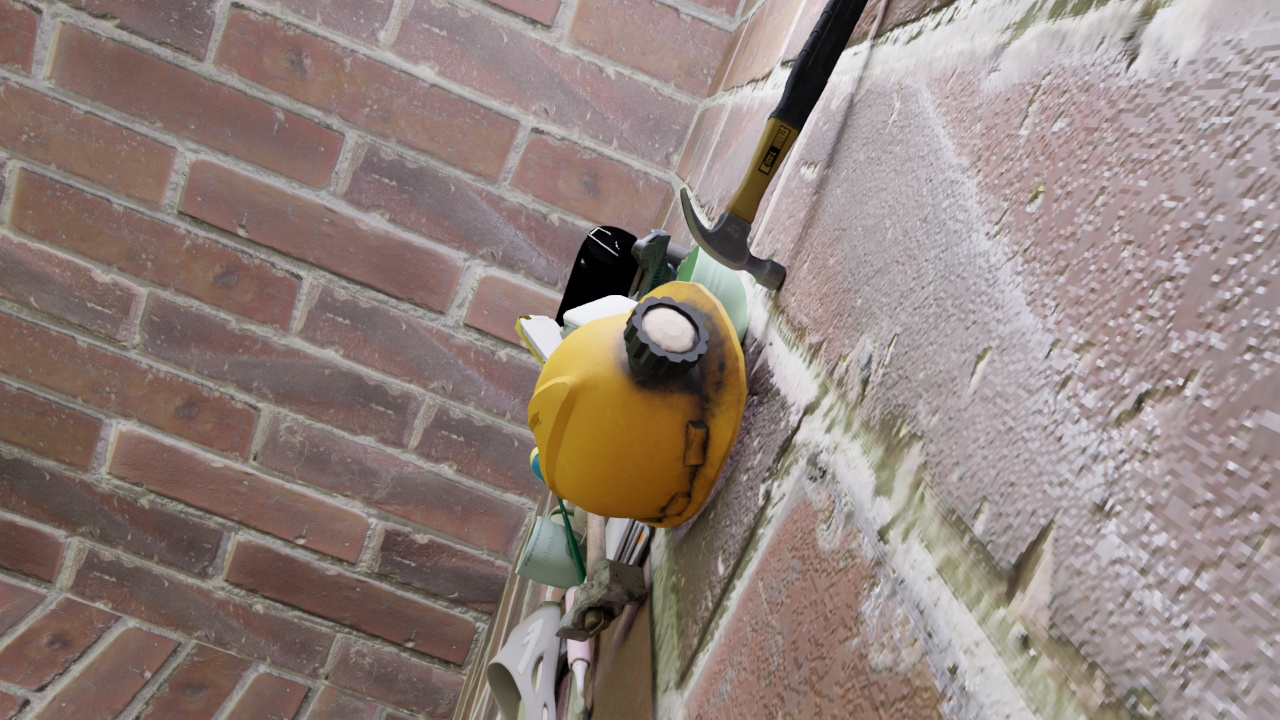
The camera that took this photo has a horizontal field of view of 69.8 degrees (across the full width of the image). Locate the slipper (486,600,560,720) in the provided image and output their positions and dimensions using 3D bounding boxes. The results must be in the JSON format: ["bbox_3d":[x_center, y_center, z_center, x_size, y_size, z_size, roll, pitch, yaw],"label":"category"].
[{"bbox_3d":[-0.151,0.404,1.142,0.265,0.080,0.113,-93,20,-56],"label":"slipper"}]

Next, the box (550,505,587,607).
[{"bbox_3d":[-0.126,0.310,1.413,0.165,0.092,0.084,-62,5,-33],"label":"box"}]

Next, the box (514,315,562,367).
[{"bbox_3d":[-0.091,0.019,1.232,0.057,0.210,0.117,-39,-39,-2],"label":"box"}]

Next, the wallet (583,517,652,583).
[{"bbox_3d":[-0.021,0.211,0.993,0.115,0.037,0.118,172,120,-77],"label":"wallet"}]

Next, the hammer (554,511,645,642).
[{"bbox_3d":[-0.050,0.145,0.996,0.122,0.049,0.318,-50,31,38],"label":"hammer"}]

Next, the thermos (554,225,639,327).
[{"bbox_3d":[-0.057,-0.104,1.270,0.199,0.086,0.085,115,174,-46],"label":"thermos"}]

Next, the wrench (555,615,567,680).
[{"bbox_3d":[-0.080,0.341,1.164,0.274,0.018,0.086,122,168,-54],"label":"wrench"}]

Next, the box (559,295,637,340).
[{"bbox_3d":[-0.009,0.012,1.096,0.215,0.106,0.127,28,128,51],"label":"box"}]

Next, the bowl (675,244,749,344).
[{"bbox_3d":[0.061,-0.035,0.924,0.151,0.077,0.151,-160,92,-84],"label":"bowl"}]

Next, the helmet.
[{"bbox_3d":[-0.029,0.047,0.814,0.256,0.131,0.205,-57,45,47],"label":"helmet"}]

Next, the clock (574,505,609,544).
[{"bbox_3d":[-0.046,0.183,1.210,0.156,0.061,0.104,-64,-2,-47],"label":"clock"}]

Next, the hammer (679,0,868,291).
[{"bbox_3d":[0.143,-0.237,0.838,0.333,0.118,0.025,-64,7,-5],"label":"hammer"}]

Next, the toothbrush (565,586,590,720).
[{"bbox_3d":[-0.068,0.319,1.012,0.027,0.026,0.222,-26,18,3],"label":"toothbrush"}]

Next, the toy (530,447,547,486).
[{"bbox_3d":[-0.089,0.123,1.394,0.214,0.149,0.083,-61,-3,32],"label":"toy"}]

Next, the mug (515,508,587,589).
[{"bbox_3d":[-0.102,0.253,1.242,0.084,0.104,0.111,118,171,-50],"label":"mug"}]

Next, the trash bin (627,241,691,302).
[{"bbox_3d":[0.020,-0.050,1.283,0.220,0.097,0.191,163,128,-84],"label":"trash bin"}]

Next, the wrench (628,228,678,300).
[{"bbox_3d":[0.037,-0.082,1.022,0.073,0.022,0.273,-60,-22,0],"label":"wrench"}]

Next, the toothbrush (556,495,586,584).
[{"bbox_3d":[-0.088,0.228,1.199,0.016,0.017,0.189,77,174,-61],"label":"toothbrush"}]
